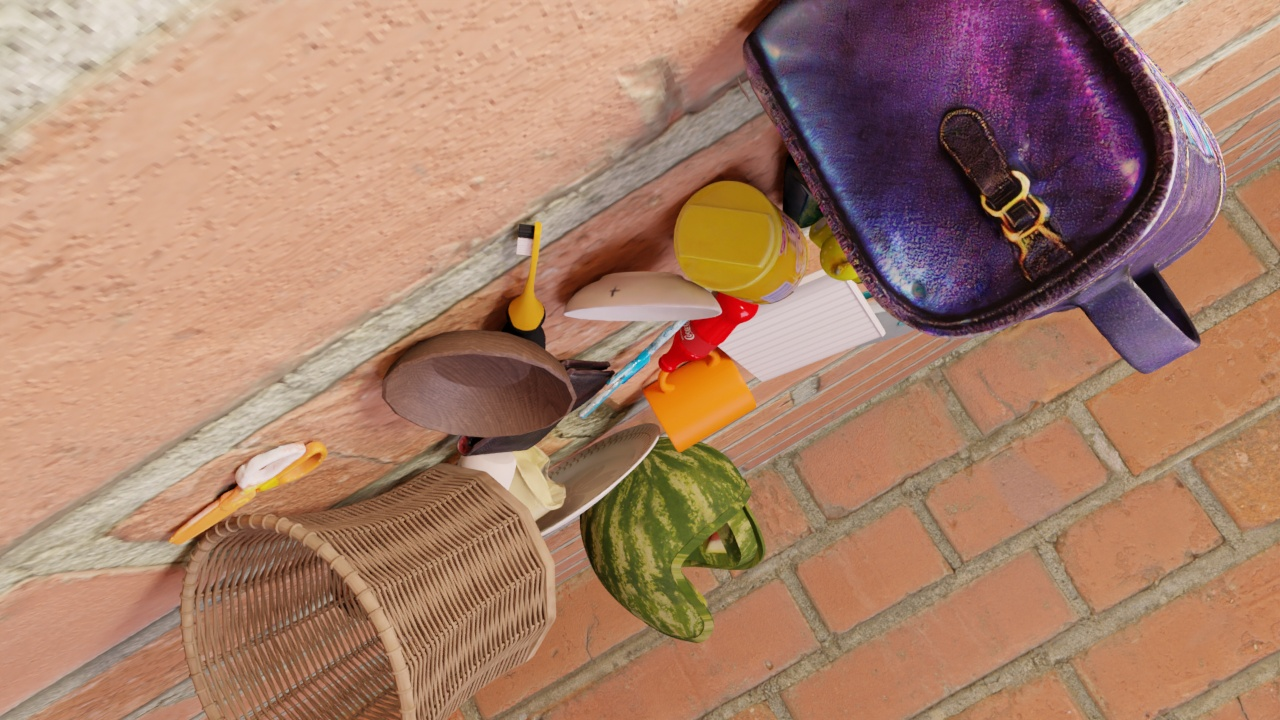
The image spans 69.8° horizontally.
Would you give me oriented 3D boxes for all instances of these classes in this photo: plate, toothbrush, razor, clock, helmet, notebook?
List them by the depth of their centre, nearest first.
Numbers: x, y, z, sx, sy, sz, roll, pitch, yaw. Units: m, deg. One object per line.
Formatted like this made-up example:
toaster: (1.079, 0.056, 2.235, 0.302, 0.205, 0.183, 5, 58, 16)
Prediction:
toothbrush: (-0.070, -0.028, 0.560, 0.031, 0.031, 0.197, 6, 154, -8)
razor: (0.121, -0.108, 0.595, 0.054, 0.067, 0.151, -27, 174, -4)
plate: (0.001, -0.043, 0.605, 0.104, 0.026, 0.104, 0, 177, 0)
clock: (0.165, -0.097, 0.657, 0.083, 0.057, 0.118, -48, -171, 23)
notebook: (0.155, -0.031, 0.908, 0.143, 0.009, 0.209, -22, 157, 18)
plate: (-0.078, 0.142, 0.987, 0.242, 0.016, 0.242, -32, -172, 5)
helmet: (0.035, 0.217, 1.216, 0.244, 0.247, 0.212, 9, -148, 33)

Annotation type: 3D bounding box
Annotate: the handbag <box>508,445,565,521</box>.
handbag: (-0.145, 0.140, 0.906, 0.119, 0.081, 0.111, -33, 174, 6)

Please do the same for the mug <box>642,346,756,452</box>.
mug: (0.056, 0.031, 0.959, 0.096, 0.077, 0.113, -30, 139, 1)

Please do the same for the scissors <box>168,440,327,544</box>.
scissors: (-0.264, 0.089, 0.602, 0.128, 0.013, 0.064, -33, 166, 8)

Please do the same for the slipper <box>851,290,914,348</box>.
slipper: (0.199, -0.048, 0.979, 0.268, 0.054, 0.098, -7, 155, -24)

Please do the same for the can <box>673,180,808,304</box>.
can: (0.068, -0.073, 0.598, 0.068, 0.067, 0.105, -34, 166, 17)

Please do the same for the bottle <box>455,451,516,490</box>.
bottle: (-0.156, 0.143, 0.822, 0.051, 0.051, 0.146, -8, 125, -58)

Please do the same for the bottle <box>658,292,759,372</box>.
bottle: (0.055, -0.025, 0.812, 0.036, 0.036, 0.119, -16, 161, -45)

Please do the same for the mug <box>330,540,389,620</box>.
mug: (-0.245, 0.202, 0.942, 0.116, 0.080, 0.107, -58, 164, 4)

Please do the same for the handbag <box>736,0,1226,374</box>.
handbag: (0.174, -0.093, 0.418, 0.126, 0.222, 0.204, -39, 163, 33)

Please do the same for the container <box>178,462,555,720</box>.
container: (-0.196, 0.198, 0.710, 0.227, 0.227, 0.195, -38, 171, 30)

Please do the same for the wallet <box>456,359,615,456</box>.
wallet: (-0.085, 0.038, 0.767, 0.120, 0.031, 0.099, -37, 168, 16)

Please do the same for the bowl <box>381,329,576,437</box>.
bowl: (-0.098, 0.010, 0.566, 0.118, 0.030, 0.118, -1, 151, -1)

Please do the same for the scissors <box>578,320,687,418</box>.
scissors: (-0.005, 0.005, 0.796, 0.134, 0.011, 0.138, -45, 178, -12)
